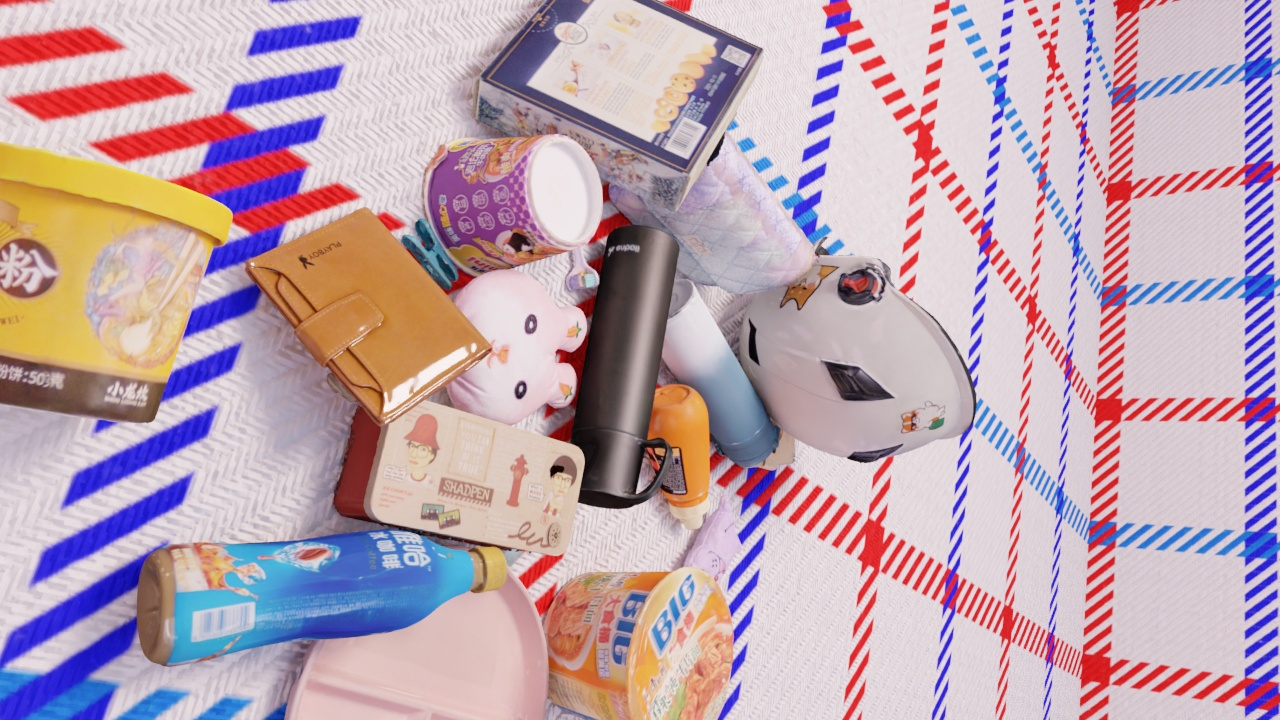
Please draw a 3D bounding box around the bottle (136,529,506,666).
[{"bbox_3d":[-0.181,0.137,0.561,0.218,0.065,0.065,3,86,-41],"label":"bottle"}]

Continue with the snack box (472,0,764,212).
[{"bbox_3d":[-0.013,-0.228,0.751,0.177,0.182,0.046,-61,174,-34],"label":"snack box"}]

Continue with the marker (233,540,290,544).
[{"bbox_3d":[-0.220,0.123,0.584,0.124,0.015,0.018,11,79,-50],"label":"marker"}]

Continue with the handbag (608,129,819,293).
[{"bbox_3d":[0.069,-0.137,0.873,0.194,0.134,0.075,38,58,-44],"label":"handbag"}]

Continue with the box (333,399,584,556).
[{"bbox_3d":[-0.130,0.084,0.662,0.168,0.076,0.091,23,71,-41],"label":"box"}]

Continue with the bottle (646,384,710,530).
[{"bbox_3d":[0.040,0.099,0.888,0.066,0.067,0.149,-38,125,-46],"label":"bottle"}]

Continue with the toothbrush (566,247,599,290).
[{"bbox_3d":[-0.065,-0.156,0.796,0.021,0.029,0.189,-117,-162,-83],"label":"toothbrush"}]

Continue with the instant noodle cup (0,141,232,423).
[{"bbox_3d":[-0.274,-0.034,0.447,0.118,0.119,0.114,17,83,-51],"label":"instant noodle cup"}]

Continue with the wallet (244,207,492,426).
[{"bbox_3d":[-0.174,-0.031,0.595,0.132,0.031,0.107,49,45,2],"label":"wallet"}]

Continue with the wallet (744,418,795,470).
[{"bbox_3d":[0.143,0.082,1.050,0.115,0.024,0.087,7,78,-53],"label":"wallet"}]

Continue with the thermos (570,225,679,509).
[{"bbox_3d":[-0.005,0.005,0.793,0.068,0.090,0.242,50,44,-61],"label":"thermos"}]

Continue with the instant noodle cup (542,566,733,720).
[{"bbox_3d":[-0.006,0.245,0.774,0.151,0.112,0.151,4,85,-52],"label":"instant noodle cup"}]

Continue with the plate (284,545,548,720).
[{"bbox_3d":[-0.153,0.247,0.654,0.229,0.028,0.229,4,85,-51],"label":"plate"}]

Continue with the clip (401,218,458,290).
[{"bbox_3d":[-0.154,-0.077,0.680,0.047,0.014,0.057,-58,132,-39],"label":"clip"}]

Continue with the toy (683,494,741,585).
[{"bbox_3d":[0.072,0.203,0.939,0.107,0.039,0.084,-56,138,-39],"label":"toy"}]

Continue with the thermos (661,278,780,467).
[{"bbox_3d":[0.071,0.020,0.922,0.220,0.070,0.070,57,47,-32],"label":"thermos"}]

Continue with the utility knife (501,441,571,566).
[{"bbox_3d":[-0.071,0.107,0.776,0.033,0.015,0.180,54,48,-18],"label":"utility knife"}]

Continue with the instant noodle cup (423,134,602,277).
[{"bbox_3d":[-0.090,-0.121,0.696,0.111,0.099,0.111,1,89,-51],"label":"instant noodle cup"}]

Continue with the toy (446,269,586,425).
[{"bbox_3d":[-0.092,-0.008,0.725,0.159,0.054,0.121,3,96,-58],"label":"toy"}]

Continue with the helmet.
[{"bbox_3d":[0.198,0.008,0.964,0.156,0.274,0.230,-30,129,-9],"label":"helmet"}]
